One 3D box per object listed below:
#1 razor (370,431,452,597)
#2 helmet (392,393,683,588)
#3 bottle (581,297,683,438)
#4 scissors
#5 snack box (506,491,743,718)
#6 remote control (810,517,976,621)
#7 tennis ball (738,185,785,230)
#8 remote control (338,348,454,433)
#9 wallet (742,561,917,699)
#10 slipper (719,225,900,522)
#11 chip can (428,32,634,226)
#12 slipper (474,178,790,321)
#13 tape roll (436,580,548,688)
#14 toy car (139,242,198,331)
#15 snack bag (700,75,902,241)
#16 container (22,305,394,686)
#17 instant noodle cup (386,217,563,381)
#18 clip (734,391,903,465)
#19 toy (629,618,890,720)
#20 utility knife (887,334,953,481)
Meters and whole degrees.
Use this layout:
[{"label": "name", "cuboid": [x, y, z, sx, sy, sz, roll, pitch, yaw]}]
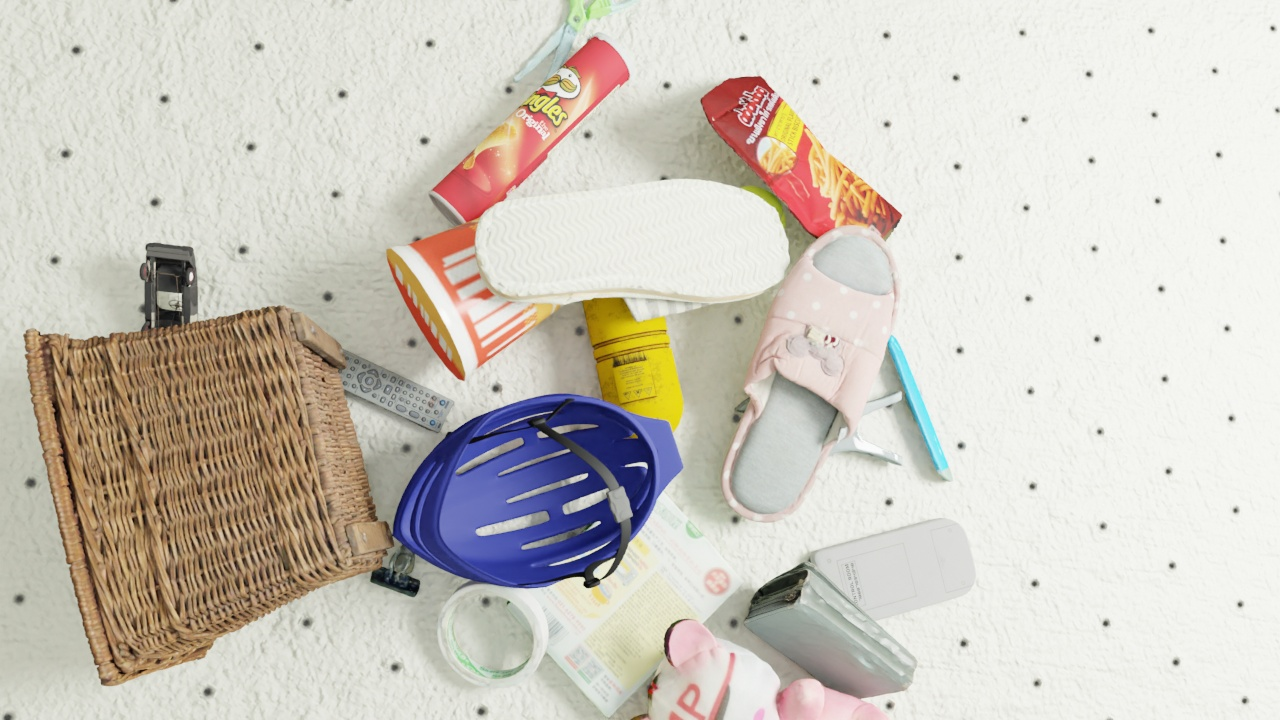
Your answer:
[{"label": "razor", "cuboid": [-0.187, 0.129, 0.790, 0.043, 0.022, 0.144, 21, 81, -8]}, {"label": "helmet", "cuboid": [-0.081, 0.107, 0.704, 0.241, 0.228, 0.148, -19, 95, -7]}, {"label": "bottle", "cuboid": [-0.005, 0.005, 0.809, 0.071, 0.071, 0.163, -11, 86, -11]}, {"label": "scissors", "cuboid": [-0.070, -0.324, 0.866, 0.093, 0.032, 0.174, 40, 75, -6]}, {"label": "snack box", "cuboid": [-0.013, 0.204, 0.807, 0.168, 0.027, 0.132, -42, 91, -11]}, {"label": "remote control", "cuboid": [0.236, 0.196, 0.853, 0.151, 0.019, 0.074, -12, 86, -10]}, {"label": "tennis ball", "cuboid": [0.100, -0.127, 0.843, 0.065, 0.065, 0.065, 1, 83, -9]}, {"label": "remote control", "cuboid": [-0.231, 0.021, 0.799, 0.136, 0.013, 0.033, 26, 80, -6]}, {"label": "wallet", "cuboid": [0.164, 0.240, 0.797, 0.131, 0.101, 0.054, 42, 57, -3]}, {"label": "slipper", "cuboid": [0.148, 0.016, 0.796, 0.114, 0.054, 0.274, 20, 96, -7]}, {"label": "chip can", "cuboid": [-0.097, -0.205, 0.827, 0.052, 0.052, 0.214, 44, 79, -2]}, {"label": "slipper", "cuboid": [-0.004, -0.091, 0.756, 0.272, 0.054, 0.114, -3, 84, -23]}, {"label": "tape roll", "cuboid": [-0.124, 0.229, 0.773, 0.094, 0.018, 0.094, 2, 101, 9]}, {"label": "toy car", "cuboid": [-0.390, -0.052, 0.764, 0.040, 0.037, 0.092, 6, 108, -10]}, {"label": "snack bag", "cuboid": [0.142, -0.176, 0.846, 0.208, 0.067, 0.138, 44, 42, -4]}, {"label": "container", "cuboid": [-0.307, 0.082, 0.690, 0.183, 0.162, 0.250, -18, 81, -7]}, {"label": "instant noodle cup", "cuboid": [-0.129, -0.066, 0.777, 0.121, 0.124, 0.123, -31, 89, -19]}, {"label": "clip", "cuboid": [0.167, 0.044, 0.855, 0.163, 0.028, 0.115, 3, 85, -10]}, {"label": "toy", "cuboid": [0.097, 0.306, 0.780, 0.213, 0.084, 0.142, 20, 116, -10]}, {"label": "utility knife", "cuboid": [0.259, 0.031, 0.876, 0.015, 0.031, 0.185, -21, 85, 29]}]
